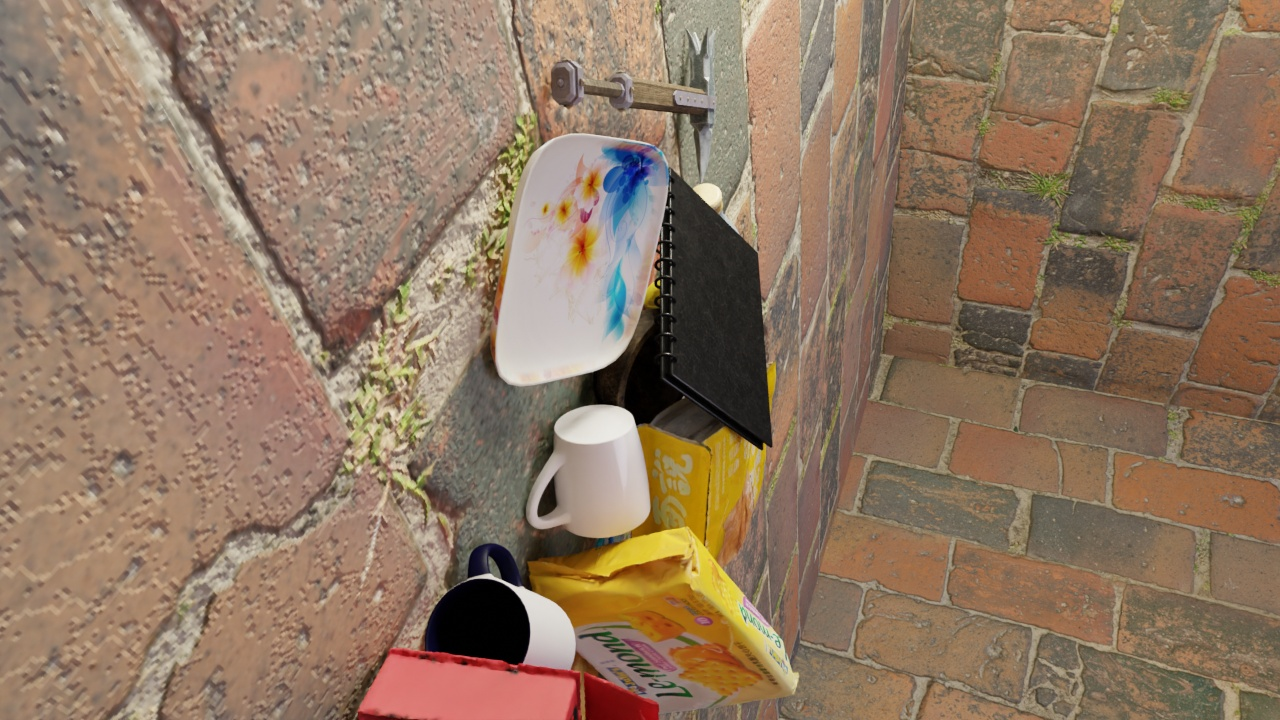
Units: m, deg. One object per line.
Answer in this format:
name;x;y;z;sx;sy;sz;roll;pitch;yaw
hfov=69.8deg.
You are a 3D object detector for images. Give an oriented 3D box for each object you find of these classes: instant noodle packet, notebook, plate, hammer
instant noodle packet;0.080;0.106;0.920;0.221;0.084;0.163;-31;128;-53
notebook;0.067;-0.051;0.856;0.169;0.019;0.231;35;44;-42
plate;-0.045;-0.076;0.694;0.186;0.016;0.187;-13;121;-57
hammer;0.005;-0.222;0.784;0.316;0.028;0.147;-27;118;-64

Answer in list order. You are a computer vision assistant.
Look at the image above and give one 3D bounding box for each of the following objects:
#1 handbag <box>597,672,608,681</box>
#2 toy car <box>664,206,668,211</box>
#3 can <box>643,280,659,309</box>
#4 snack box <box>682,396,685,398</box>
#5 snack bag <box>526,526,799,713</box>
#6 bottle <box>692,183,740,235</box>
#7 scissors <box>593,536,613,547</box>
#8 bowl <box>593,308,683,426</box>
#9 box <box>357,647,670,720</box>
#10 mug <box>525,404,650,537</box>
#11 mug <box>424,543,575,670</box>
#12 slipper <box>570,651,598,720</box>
handbag;-0.020;0.357;0.993;0.106;0.067;0.122;0;100;-69
toy car;0.002;-0.127;0.803;0.048;0.040;0.112;62;30;-60
can;0.049;-0.033;0.929;0.067;0.068;0.105;-59;136;-44
snack box;0.042;0.025;1.042;0.150;0.026;0.082;24;78;-70
snack bag;0.026;0.233;0.814;0.247;0.160;0.068;54;32;-37
bottle;0.081;-0.128;1.000;0.046;0.072;0.161;-34;148;-7
scissors;-0.033;0.220;0.962;0.141;0.014;0.090;47;59;-64
bowl;-0.005;0.005;0.846;0.121;0.056;0.121;-36;137;-42
box;-0.029;0.310;0.575;0.123;0.316;0.211;-35;135;-48
mug;-0.048;0.097;0.774;0.114;0.081;0.088;-22;120;-31
mug;-0.102;0.190;0.672;0.097;0.079;0.111;55;21;-64
slipper;-0.058;0.358;0.872;0.099;0.078;0.263;38;66;-72
